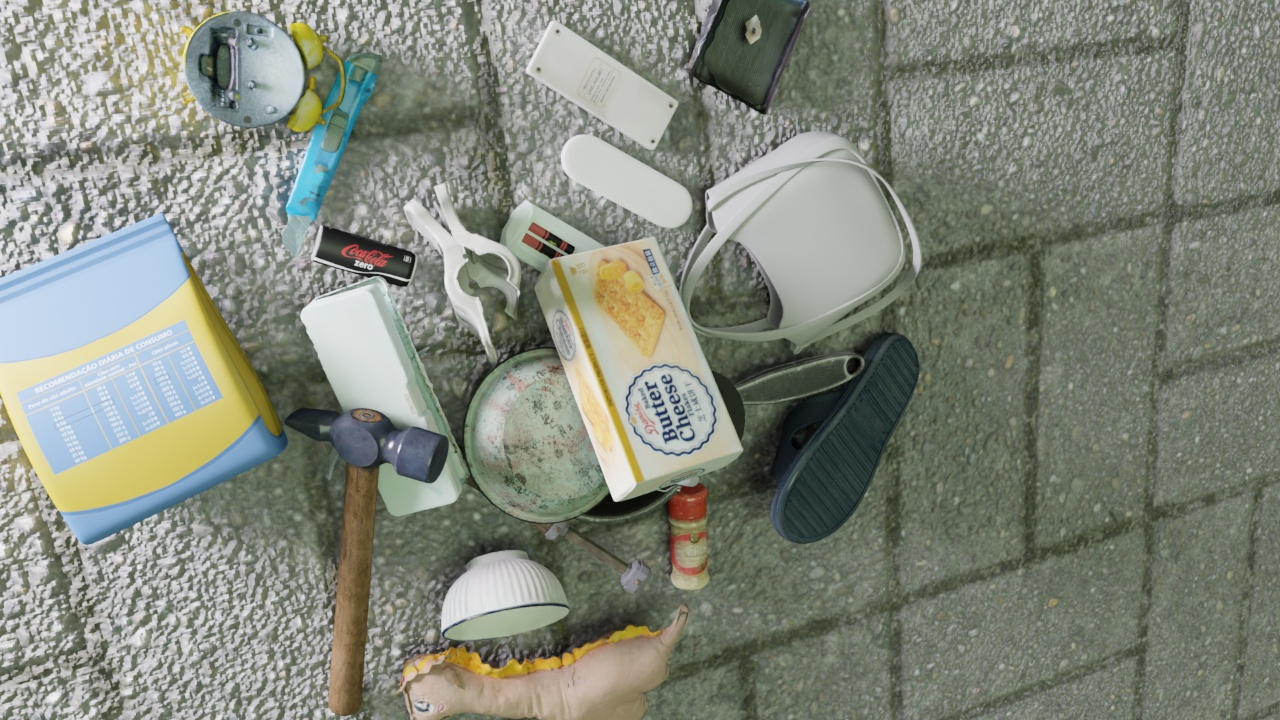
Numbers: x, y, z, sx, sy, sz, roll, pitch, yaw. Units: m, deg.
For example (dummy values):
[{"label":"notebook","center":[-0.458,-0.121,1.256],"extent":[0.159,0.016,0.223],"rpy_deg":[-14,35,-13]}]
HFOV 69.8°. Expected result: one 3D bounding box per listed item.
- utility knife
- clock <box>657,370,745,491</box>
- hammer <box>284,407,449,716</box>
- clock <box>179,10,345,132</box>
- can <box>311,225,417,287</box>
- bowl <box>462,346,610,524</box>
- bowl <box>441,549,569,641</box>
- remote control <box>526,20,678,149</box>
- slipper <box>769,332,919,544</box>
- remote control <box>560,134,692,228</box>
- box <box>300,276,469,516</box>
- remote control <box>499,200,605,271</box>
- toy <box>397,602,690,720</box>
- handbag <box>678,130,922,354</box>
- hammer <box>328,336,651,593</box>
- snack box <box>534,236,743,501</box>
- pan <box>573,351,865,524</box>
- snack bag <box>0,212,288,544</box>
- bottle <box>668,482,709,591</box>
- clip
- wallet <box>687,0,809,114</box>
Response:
[{"label":"utility knife","center":[-0.255,-0.169,0.747],"extent":[0.031,0.015,0.179],"rpy_deg":[21,97,-20]},{"label":"clock","center":[0.041,0.064,0.846],"extent":[0.094,0.035,0.122],"rpy_deg":[40,76,-21]},{"label":"hammer","center":[-0.248,0.185,0.792],"extent":[0.129,0.040,0.322],"rpy_deg":[16,116,7]},{"label":"clock","center":[-0.286,-0.218,0.698],"extent":[0.118,0.057,0.083],"rpy_deg":[1,103,-21]},{"label":"can","center":[-0.230,-0.086,0.768],"extent":[0.080,0.031,0.031],"rpy_deg":[16,97,-24]},{"label":"bowl","center":[-0.074,0.066,0.803],"extent":[0.157,0.039,0.157],"rpy_deg":[1,88,-24]},{"label":"bowl","center":[-0.130,0.216,0.857],"extent":[0.118,0.118,0.062],"rpy_deg":[-4,63,-20]},{"label":"remote control","center":[-0.032,-0.242,0.816],"extent":[0.135,0.011,0.050],"rpy_deg":[27,93,-25]},{"label":"slipper","center":[0.201,0.077,0.959],"extent":[0.263,0.083,0.101],"rpy_deg":[-51,119,-24]},{"label":"remote control","center":[-0.011,-0.163,0.843],"extent":[0.136,0.013,0.043],"rpy_deg":[24,94,-25]},{"label":"box","center":[-0.212,0.034,0.763],"extent":[0.083,0.066,0.199],"rpy_deg":[-24,110,-13]},{"label":"remote control","center":[-0.059,-0.091,0.837],"extent":[0.143,0.024,0.049],"rpy_deg":[29,92,-25]},{"label":"toy","center":[-0.095,0.298,0.900],"extent":[0.264,0.065,0.196],"rpy_deg":[17,107,-23]},{"label":"handbag","center":[0.142,-0.089,0.886],"extent":[0.222,0.095,0.216],"rpy_deg":[-35,114,1]},{"label":"hammer","center":[-0.122,0.125,0.835],"extent":[0.317,0.028,0.147],"rpy_deg":[36,99,-13]},{"label":"snack box","center":[-0.005,0.005,0.779],"extent":[0.104,0.058,0.207],"rpy_deg":[-15,73,-24]},{"label":"pan","center":[0.054,0.043,0.899],"extent":[0.356,0.055,0.187],"rpy_deg":[-16,109,-17]},{"label":"snack bag","center":[-0.390,0.012,0.702],"extent":[0.159,0.102,0.205],"rpy_deg":[-27,99,-13]},{"label":"bottle","center":[0.049,0.180,0.940],"extent":[0.044,0.044,0.109],"rpy_deg":[-8,106,-19]},{"label":"clip","center":[-0.132,-0.079,0.767],"extent":[0.096,0.126,0.152],"rpy_deg":[-17,84,-12]},{"label":"wallet","center":[0.099,-0.296,0.844],"extent":[0.089,0.026,0.115],"rpy_deg":[20,96,-25]}]
